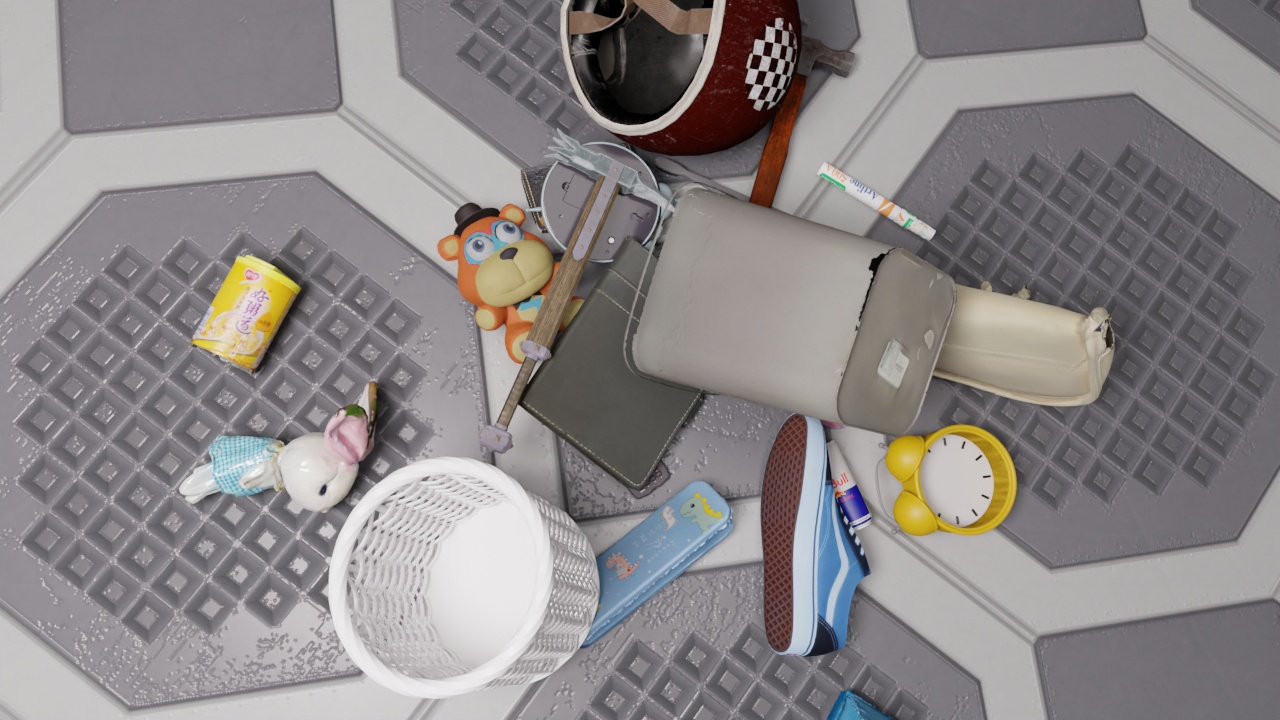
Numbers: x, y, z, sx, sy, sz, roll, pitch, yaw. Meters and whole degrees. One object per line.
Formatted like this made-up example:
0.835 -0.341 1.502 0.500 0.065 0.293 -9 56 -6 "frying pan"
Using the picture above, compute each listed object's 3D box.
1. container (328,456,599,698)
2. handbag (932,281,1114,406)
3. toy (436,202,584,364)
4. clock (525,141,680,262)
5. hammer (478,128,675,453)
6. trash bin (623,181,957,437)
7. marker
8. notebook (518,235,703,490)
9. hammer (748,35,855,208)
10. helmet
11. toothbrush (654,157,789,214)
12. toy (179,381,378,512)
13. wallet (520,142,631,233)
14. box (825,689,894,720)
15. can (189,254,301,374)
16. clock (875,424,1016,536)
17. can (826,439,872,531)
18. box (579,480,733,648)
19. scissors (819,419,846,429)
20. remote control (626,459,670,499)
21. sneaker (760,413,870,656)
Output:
-0.146 0.197 0.816 0.189 0.187 0.189 -3 72 10 "container"
0.366 -0.048 0.938 0.229 0.184 0.131 9 77 13 "handbag"
-0.133 -0.084 0.940 0.112 0.096 0.176 -35 75 -20 "toy"
-0.032 -0.159 0.962 0.159 0.045 0.122 23 91 -11 "clock"
-0.077 -0.056 0.886 0.147 0.028 0.316 25 75 -10 "hammer"
0.142 -0.038 0.841 0.220 0.197 0.197 20 94 42 "trash bin"
0.263 -0.177 1.023 0.145 0.017 0.017 32 79 1 "marker"
-0.005 0.005 0.935 0.169 0.029 0.208 39 77 -20 "notebook"
0.146 -0.224 1.007 0.111 0.028 0.300 18 76 -1 "hammer"
0.033 -0.324 0.912 0.234 0.252 0.234 15 107 36 "helmet"
0.093 -0.187 1.012 0.167 0.013 0.012 23 79 -3 "toothbrush"
-0.342 0.107 0.887 0.205 0.131 0.106 -20 99 -2 "toy"
-0.062 -0.188 0.994 0.123 0.019 0.072 -18 87 -8 "wallet"
0.285 0.422 0.881 0.231 0.110 0.094 33 78 1 "box"
-0.394 -0.047 0.918 0.067 0.068 0.105 25 79 -1 "can"
0.319 0.127 0.963 0.152 0.052 0.113 -5 81 -11 "clock"
0.209 0.131 0.960 0.032 0.032 0.095 -24 84 -9 "can"
0.002 0.202 0.916 0.209 0.064 0.069 -37 83 -10 "box"
0.186 -0.017 0.994 0.108 0.016 0.179 -40 83 -9 "scissors"
-0.020 0.084 0.959 0.046 0.009 0.124 -35 85 -9 "remote control"
0.182 0.176 0.936 0.098 0.084 0.241 6 82 -23 "sneaker"
